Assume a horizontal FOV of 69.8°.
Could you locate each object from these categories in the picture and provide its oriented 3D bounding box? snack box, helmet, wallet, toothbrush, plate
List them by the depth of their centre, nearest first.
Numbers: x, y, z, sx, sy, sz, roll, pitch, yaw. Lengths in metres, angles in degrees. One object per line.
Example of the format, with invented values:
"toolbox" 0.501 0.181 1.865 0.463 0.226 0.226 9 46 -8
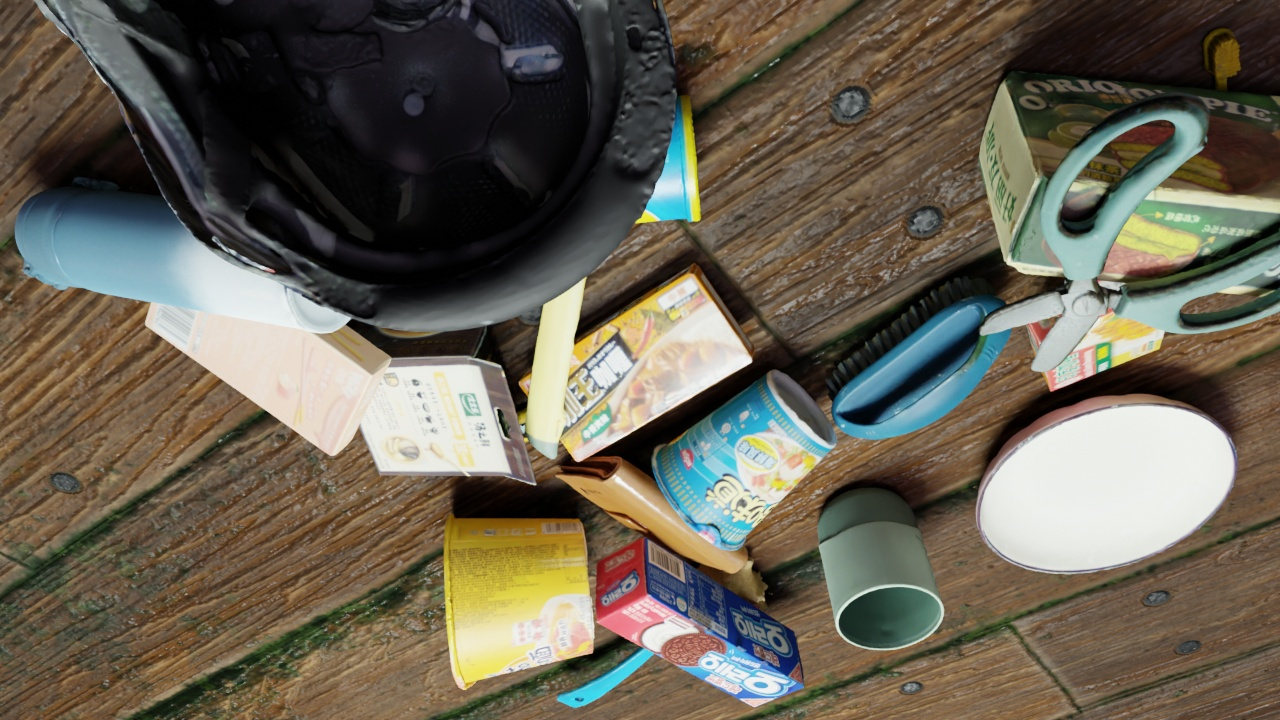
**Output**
"helmet" -0.117 -0.147 0.429 0.230 0.157 0.274 -44 99 1
"snack box" 0.318 -0.094 0.500 0.240 0.114 0.063 6 135 3
"toothbrush" 0.362 -0.115 0.565 0.016 0.016 0.190 -16 128 19
"snack box" 0.291 -0.020 0.586 0.077 0.027 0.155 -25 158 19
"snack box" -0.247 -0.013 0.605 0.157 0.026 0.085 35 123 -1
"snack box" -0.004 0.004 0.638 0.154 0.026 0.075 -31 103 22
"snack box" -0.139 0.032 0.651 0.126 0.053 0.113 -1 129 10
"wallet" 0.007 0.117 0.711 0.132 0.031 0.108 39 160 -21
"plate" 0.358 0.094 0.722 0.192 0.039 0.193 0 129 0
"snack box" 0.053 0.220 0.755 0.058 0.057 0.207 -34 126 26

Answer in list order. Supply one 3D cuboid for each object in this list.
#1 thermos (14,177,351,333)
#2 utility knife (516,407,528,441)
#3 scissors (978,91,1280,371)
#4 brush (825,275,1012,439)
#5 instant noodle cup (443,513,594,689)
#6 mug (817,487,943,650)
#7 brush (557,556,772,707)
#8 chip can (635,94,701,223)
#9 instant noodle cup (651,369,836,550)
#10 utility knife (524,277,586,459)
"thermos" -0.264 -0.064 0.527 0.221 0.070 0.070 10 133 21
"utility knife" -0.043 0.034 0.685 0.171 0.015 0.033 -23 123 18
"scissors" 0.266 -0.049 0.459 0.181 0.019 0.171 9 133 0
"brush" 0.191 0.008 0.628 0.055 0.073 0.144 30 123 -28
"instant noodle cup" -0.097 0.187 0.743 0.109 0.137 0.138 -4 130 -8
"mug" 0.191 0.173 0.742 0.082 0.106 0.112 -11 128 7
"brush" 0.016 0.258 0.845 0.255 0.045 0.083 -41 123 22
"chip can" -0.072 -0.106 0.535 0.210 0.071 0.071 -5 129 5
"instant noodle cup" 0.081 0.068 0.670 0.099 0.099 0.110 36 113 -26
"utility knife" -0.052 -0.026 0.611 0.031 0.022 0.213 15 120 6
